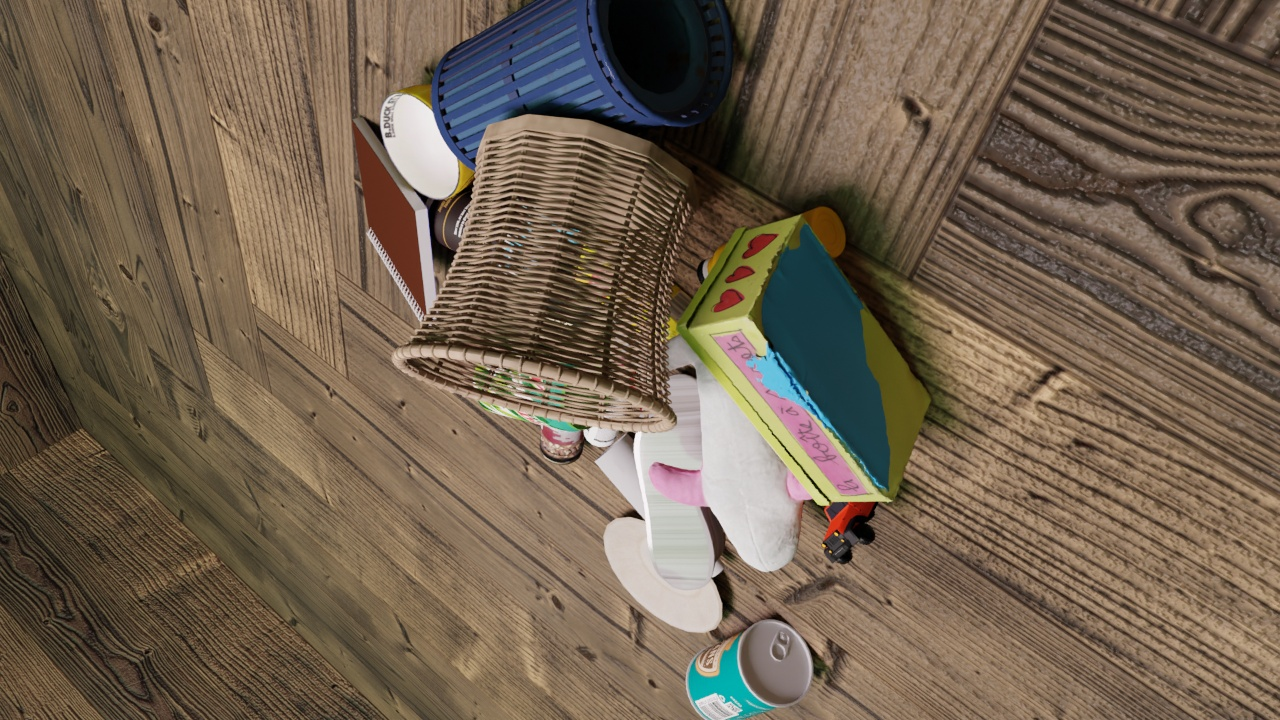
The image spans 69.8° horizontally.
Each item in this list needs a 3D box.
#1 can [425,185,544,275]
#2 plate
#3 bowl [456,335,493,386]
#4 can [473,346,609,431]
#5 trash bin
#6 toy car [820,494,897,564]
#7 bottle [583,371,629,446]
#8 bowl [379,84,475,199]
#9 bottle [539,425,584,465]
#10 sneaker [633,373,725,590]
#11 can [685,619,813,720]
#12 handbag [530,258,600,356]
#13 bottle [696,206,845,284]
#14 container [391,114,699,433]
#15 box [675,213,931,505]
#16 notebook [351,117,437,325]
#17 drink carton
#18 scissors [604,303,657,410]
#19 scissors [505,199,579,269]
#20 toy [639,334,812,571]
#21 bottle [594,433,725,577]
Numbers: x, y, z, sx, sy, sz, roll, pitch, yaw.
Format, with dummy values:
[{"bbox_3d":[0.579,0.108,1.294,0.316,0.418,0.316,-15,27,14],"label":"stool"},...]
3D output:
[{"bbox_3d":[-0.169,-0.141,0.998,0.129,0.071,0.072,28,138,26],"label":"can"},{"bbox_3d":[0.032,0.272,1.190,0.189,0.027,0.189,27,138,27],"label":"plate"},{"bbox_3d":[-0.184,0.012,1.178,0.119,0.032,0.119,27,138,27],"label":"bowl"},{"bbox_3d":[-0.111,0.029,1.026,0.144,0.082,0.083,10,128,39],"label":"can"},{"bbox_3d":[-0.062,-0.235,0.758,0.250,0.139,0.139,-4,119,49],"label":"trash bin"},{"bbox_3d":[0.196,0.139,0.849,0.049,0.100,0.051,36,139,7],"label":"toy car"},{"bbox_3d":[-0.036,0.053,1.058,0.041,0.041,0.116,38,142,14],"label":"bottle"},{"bbox_3d":[-0.208,-0.235,0.959,0.117,0.067,0.117,27,138,27],"label":"bowl"},{"bbox_3d":[-0.093,0.075,1.122,0.056,0.056,0.105,33,140,20],"label":"bottle"},{"bbox_3d":[0.052,0.125,1.002,0.099,0.089,0.236,1,101,15],"label":"sneaker"},{"bbox_3d":[0.131,0.387,1.130,0.099,0.099,0.144,46,143,5],"label":"can"},{"bbox_3d":[-0.077,-0.056,1.005,0.079,0.054,0.129,20,133,17],"label":"handbag"},{"bbox_3d":[0.106,-0.091,0.788,0.144,0.043,0.043,-15,110,50],"label":"bottle"},{"bbox_3d":[-0.063,-0.063,0.746,0.227,0.196,0.227,12,168,2],"label":"container"},{"bbox_3d":[0.136,0.003,0.736,0.080,0.124,0.221,-12,130,48],"label":"box"},{"bbox_3d":[-0.289,-0.160,1.083,0.209,0.022,0.172,51,149,37],"label":"notebook"},{"bbox_3d":[-0.006,-0.068,0.921,0.134,0.042,0.059,42,143,10],"label":"drink carton"},{"bbox_3d":[-0.009,0.006,0.974,0.189,0.015,0.140,48,155,-19],"label":"scissors"},{"bbox_3d":[-0.087,-0.135,0.913,0.139,0.118,0.015,112,152,-53],"label":"scissors"},{"bbox_3d":[0.102,0.075,0.883,0.187,0.127,0.266,-7,115,21],"label":"toy"},{"bbox_3d":[0.029,0.177,1.090,0.195,0.052,0.053,49,143,0],"label":"bottle"}]
